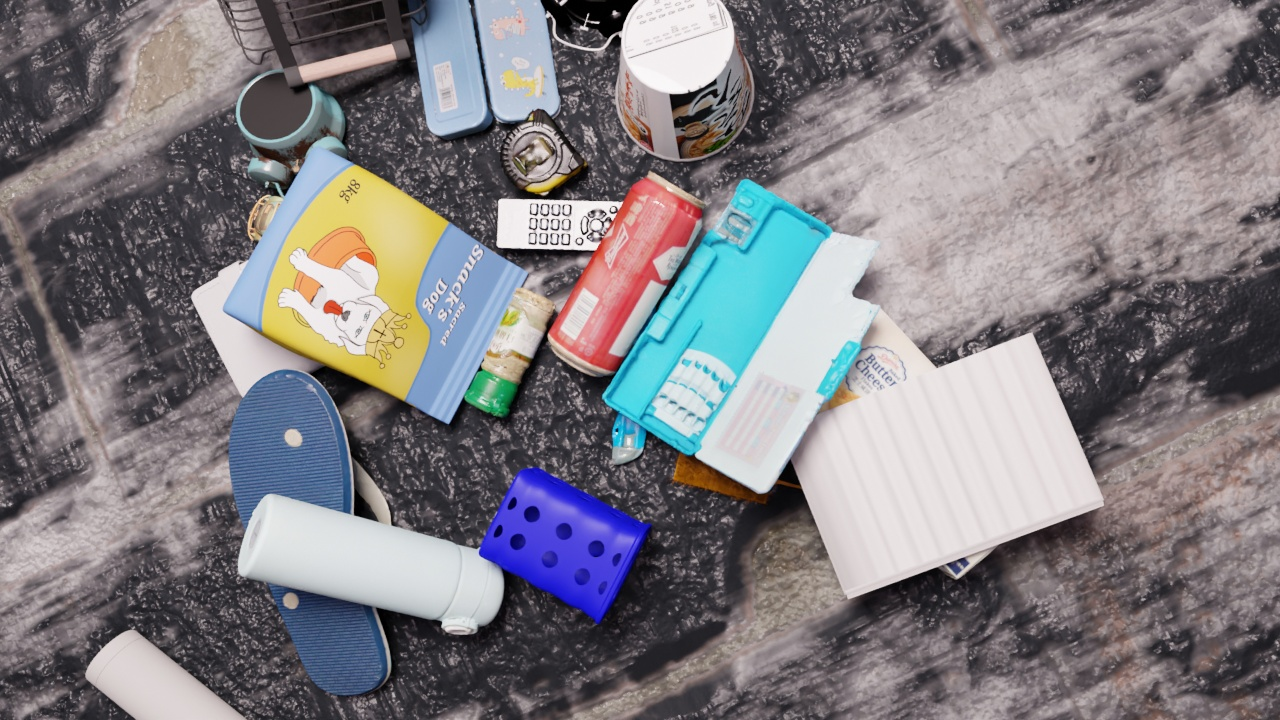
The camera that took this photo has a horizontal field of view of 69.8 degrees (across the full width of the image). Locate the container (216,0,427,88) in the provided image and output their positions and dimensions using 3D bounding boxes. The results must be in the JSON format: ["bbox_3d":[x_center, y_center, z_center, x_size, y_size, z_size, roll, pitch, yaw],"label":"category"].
[{"bbox_3d":[-0.287,-0.376,0.767,0.162,0.130,0.241,-19,79,-13],"label":"container"}]

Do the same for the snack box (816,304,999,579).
[{"bbox_3d":[0.221,0.065,0.755,0.104,0.057,0.208,-42,84,2],"label":"snack box"}]

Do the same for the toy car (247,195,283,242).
[{"bbox_3d":[-0.304,-0.116,0.820,0.112,0.047,0.047,18,88,5],"label":"toy car"}]

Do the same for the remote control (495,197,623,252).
[{"bbox_3d":[-0.051,-0.118,0.810,0.150,0.022,0.047,3,87,4],"label":"remote control"}]

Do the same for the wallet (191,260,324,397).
[{"bbox_3d":[-0.326,-0.040,0.824,0.115,0.037,0.118,-28,88,3],"label":"wallet"}]

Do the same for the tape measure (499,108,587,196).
[{"bbox_3d":[-0.091,-0.179,0.804,0.063,0.038,0.067,-36,97,8],"label":"tape measure"}]

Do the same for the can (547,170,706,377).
[{"bbox_3d":[-0.012,-0.070,0.766,0.067,0.067,0.170,32,101,6],"label":"can"}]

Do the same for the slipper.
[{"bbox_3d":[-0.279,0.150,0.801,0.118,0.060,0.295,-11,99,10],"label":"slipper"}]

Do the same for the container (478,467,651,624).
[{"bbox_3d":[-0.061,0.150,0.764,0.113,0.085,0.084,27,89,7],"label":"container"}]

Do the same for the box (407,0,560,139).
[{"bbox_3d":[-0.146,-0.310,0.823,0.127,0.034,0.209,-10,87,6],"label":"box"}]

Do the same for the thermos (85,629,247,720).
[{"bbox_3d":[-0.379,0.324,0.801,0.224,0.052,0.052,35,90,6],"label":"thermos"}]

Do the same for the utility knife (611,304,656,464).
[{"bbox_3d":[-0.005,0.005,0.802,0.031,0.015,0.174,4,86,1],"label":"utility knife"}]

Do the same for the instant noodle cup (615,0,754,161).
[{"bbox_3d":[0.034,-0.241,0.757,0.124,0.121,0.123,0,87,5],"label":"instant noodle cup"}]

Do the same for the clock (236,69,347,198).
[{"bbox_3d":[-0.312,-0.201,0.819,0.090,0.053,0.124,-17,74,2],"label":"clock"}]

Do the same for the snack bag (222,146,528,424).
[{"bbox_3d":[-0.218,-0.059,0.777,0.205,0.102,0.159,29,82,-20],"label":"snack bag"}]

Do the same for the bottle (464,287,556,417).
[{"bbox_3d":[-0.112,-0.007,0.798,0.043,0.043,0.111,25,89,6],"label":"bottle"}]

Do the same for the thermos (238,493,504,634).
[{"bbox_3d":[-0.210,0.166,0.742,0.206,0.065,0.077,23,49,-28],"label":"thermos"}]

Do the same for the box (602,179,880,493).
[{"bbox_3d":[0.096,-0.020,0.756,0.182,0.071,0.227,30,84,29],"label":"box"}]

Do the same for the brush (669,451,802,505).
[{"bbox_3d":[0.093,0.098,0.785,0.126,0.017,0.048,14,88,6],"label":"brush"}]

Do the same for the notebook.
[{"bbox_3d":[0.233,0.083,0.718,0.210,0.009,0.142,-21,85,4],"label":"notebook"}]

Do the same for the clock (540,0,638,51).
[{"bbox_3d":[-0.037,-0.331,0.808,0.091,0.042,0.120,18,89,6],"label":"clock"}]
